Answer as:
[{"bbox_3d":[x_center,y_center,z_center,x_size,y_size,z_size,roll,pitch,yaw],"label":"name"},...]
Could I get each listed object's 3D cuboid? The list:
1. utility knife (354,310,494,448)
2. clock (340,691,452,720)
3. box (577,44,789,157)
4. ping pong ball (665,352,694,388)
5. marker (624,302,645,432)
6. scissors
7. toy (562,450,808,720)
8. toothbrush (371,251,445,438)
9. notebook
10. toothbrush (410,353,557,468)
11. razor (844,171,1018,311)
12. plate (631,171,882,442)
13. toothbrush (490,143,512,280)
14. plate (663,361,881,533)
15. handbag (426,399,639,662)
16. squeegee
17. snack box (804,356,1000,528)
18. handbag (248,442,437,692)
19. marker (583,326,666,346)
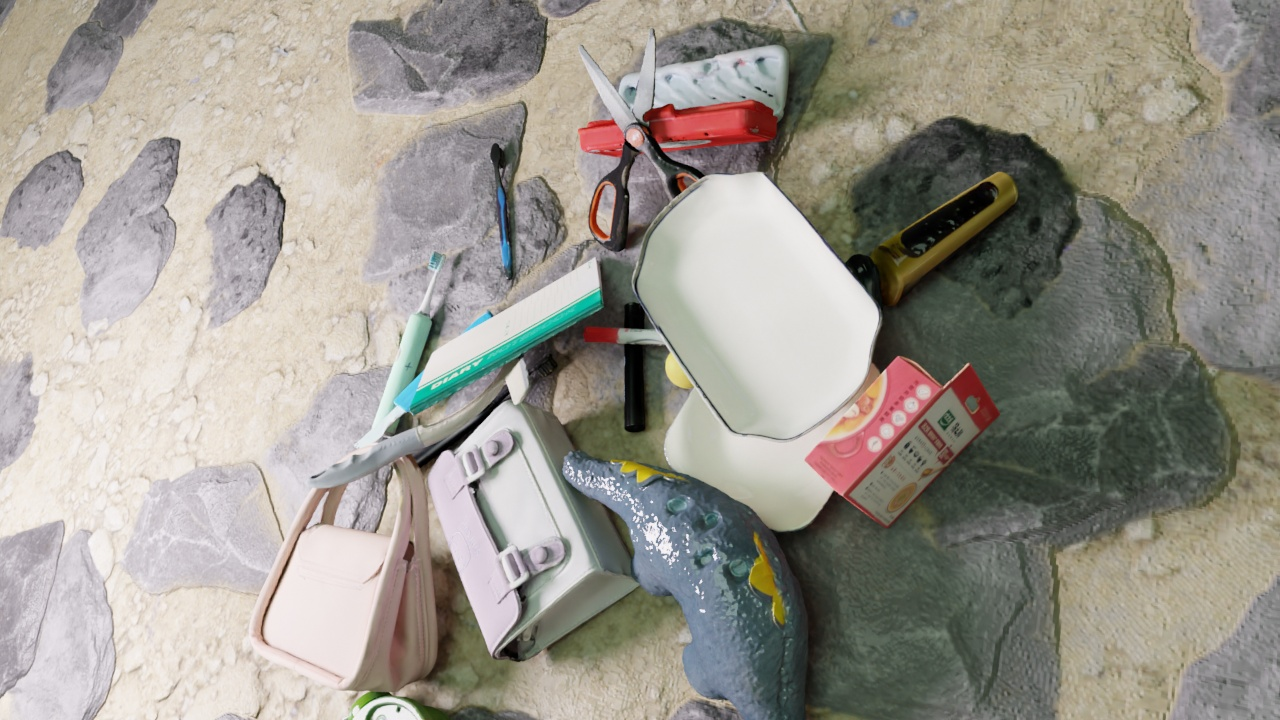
[{"bbox_3d":[-0.233,0.026,1.000,0.209,0.018,0.034,-42,58,0],"label":"utility knife"},{"bbox_3d":[-0.231,0.369,0.846,0.161,0.056,0.116,0,70,31],"label":"clock"},{"bbox_3d":[0.042,-0.263,0.923,0.202,0.112,0.099,1,96,33],"label":"box"},{"bbox_3d":[0.043,0.006,0.841,0.040,0.040,0.040,-12,64,27],"label":"ping pong ball"},{"bbox_3d":[-0.005,0.005,0.884,0.022,0.020,0.131,-14,63,27],"label":"marker"},{"bbox_3d":[-0.002,-0.194,0.889,0.221,0.021,0.231,42,131,4],"label":"scissors"},{"bbox_3d":[0.058,0.184,0.717,0.138,0.091,0.356,-46,61,24],"label":"toy"},{"bbox_3d":[-0.259,-0.020,1.044,0.026,0.027,0.224,-9,62,60],"label":"toothbrush"},{"bbox_3d":[-0.129,-0.027,0.910,0.209,0.012,0.150,-29,21,8],"label":"notebook"},{"bbox_3d":[-0.173,0.057,0.962,0.213,0.026,0.027,-35,91,13],"label":"toothbrush"},{"bbox_3d":[0.235,-0.097,0.758,0.167,0.067,0.062,-35,56,6],"label":"razor"},{"bbox_3d":[0.097,-0.049,0.787,0.162,0.034,0.265,-42,56,13],"label":"plate"},{"bbox_3d":[-0.158,-0.173,1.060,0.014,0.016,0.189,-16,65,15],"label":"toothbrush"},{"bbox_3d":[0.114,0.053,0.782,0.164,0.034,0.164,29,86,37],"label":"plate"},{"bbox_3d":[-0.110,0.154,0.843,0.145,0.098,0.197,-43,54,16],"label":"handbag"},{"bbox_3d":[-0.208,0.065,0.883,0.246,0.039,0.246,-32,19,-1],"label":"squeegee"},{"bbox_3d":[0.196,0.055,0.682,0.127,0.113,0.044,-47,53,5],"label":"snack box"},{"bbox_3d":[-0.279,0.195,0.906,0.194,0.093,0.234,1,77,36],"label":"handbag"},{"bbox_3d":[0.015,-0.022,0.868,0.145,0.017,0.017,4,71,20],"label":"marker"}]
